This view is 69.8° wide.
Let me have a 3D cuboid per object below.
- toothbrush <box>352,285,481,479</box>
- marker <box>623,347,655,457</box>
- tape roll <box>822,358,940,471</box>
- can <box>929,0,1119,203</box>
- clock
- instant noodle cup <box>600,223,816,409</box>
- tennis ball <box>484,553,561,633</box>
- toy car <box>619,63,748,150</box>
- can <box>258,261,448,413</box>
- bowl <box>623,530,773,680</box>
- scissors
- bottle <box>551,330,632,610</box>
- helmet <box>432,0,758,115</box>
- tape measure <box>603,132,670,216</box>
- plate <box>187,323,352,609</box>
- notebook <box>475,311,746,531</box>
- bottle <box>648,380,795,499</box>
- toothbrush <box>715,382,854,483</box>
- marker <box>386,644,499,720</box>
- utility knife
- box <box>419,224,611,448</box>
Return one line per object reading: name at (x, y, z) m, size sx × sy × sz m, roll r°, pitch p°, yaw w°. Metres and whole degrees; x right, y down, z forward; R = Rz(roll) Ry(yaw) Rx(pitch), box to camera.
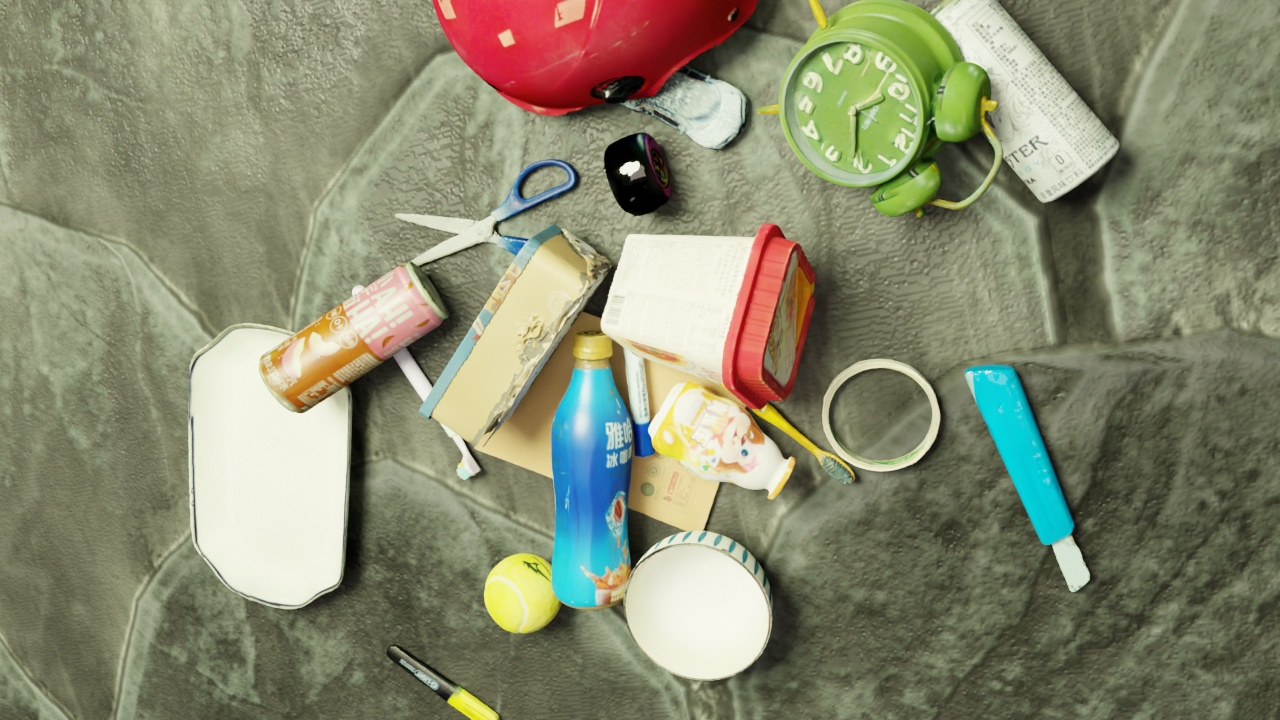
toothbrush at (-0.192, 0.018, 0.782) m, size 0.021 × 0.029 × 0.189 m, roll -32°, pitch 92°, yaw -22°
marker at (-0.004, 0.004, 0.721) m, size 0.017 × 0.016 × 0.146 m, roll -3°, pitch 101°, yaw 15°
tape roll at (0.181, 0.041, 0.692) m, size 0.086 × 0.013 × 0.086 m, roll 3°, pitch 103°, yaw 14°
can at (0.243, -0.175, 0.602) m, size 0.058 × 0.058 × 0.146 m, roll -41°, pitch 91°, yaw 19°
clock at (0.161, -0.161, 0.598) m, size 0.161 × 0.056 × 0.116 m, roll 37°, pitch 140°, yaw 13°
instant noodle cup at (0.049, -0.036, 0.653) m, size 0.124 × 0.116 × 0.116 m, roll 13°, pitch 80°, yaw 23°
tennis ball at (-0.099, 0.196, 0.774) m, size 0.065 × 0.065 × 0.065 m, roll 3°, pitch 103°, yaw 14°
toy car at (0.028, -0.192, 0.669) m, size 0.105 × 0.031 × 0.049 m, roll 28°, pitch 109°, yaw 6°
can at (-0.231, -0.018, 0.741) m, size 0.147 × 0.058 × 0.058 m, roll -33°, pitch 93°, yaw 0°
bowl at (0.050, 0.187, 0.733) m, size 0.116 × 0.066 × 0.116 m, roll 4°, pitch 105°, yaw 14°
scissors at (-0.113, -0.101, 0.737) m, size 0.160 × 0.012 × 0.164 m, roll 46°, pitch 110°, yaw 2°
bottle at (-0.038, 0.085, 0.722) m, size 0.065 × 0.065 × 0.219 m, roll 4°, pitch 105°, yaw 14°
helmet at (-0.054, -0.275, 0.603) m, size 0.241 × 0.143 × 0.207 m, roll -27°, pitch 85°, yaw 23°
tape measure at (-0.003, -0.136, 0.676) m, size 0.039 × 0.057 × 0.058 m, roll -15°, pitch 107°, yaw 18°
plate at (-0.327, 0.095, 0.826) m, size 0.162 × 0.034 × 0.266 m, roll 9°, pitch 105°, yaw 13°
notebook at (-0.025, 0.042, 0.749) m, size 0.208 × 0.008 × 0.148 m, roll 20°, pitch 106°, yaw 9°
bottle at (0.063, 0.063, 0.694) m, size 0.108 × 0.063 × 0.063 m, roll 31°, pitch 108°, yaw 5°
toothbrush at (0.087, 0.034, 0.704) m, size 0.191 × 0.018 × 0.016 m, roll 38°, pitch 106°, yaw 3°
marker at (-0.184, 0.302, 0.847) m, size 0.124 × 0.015 × 0.018 m, roll 33°, pitch 105°, yaw 7°
utility knife at (0.288, 0.087, 0.672) m, size 0.034 × 0.018 × 0.188 m, roll -21°, pitch 97°, yaw 30°
box at (-0.098, -0.013, 0.703) m, size 0.061 × 0.089 × 0.184 m, roll 37°, pitch 108°, yaw -2°
